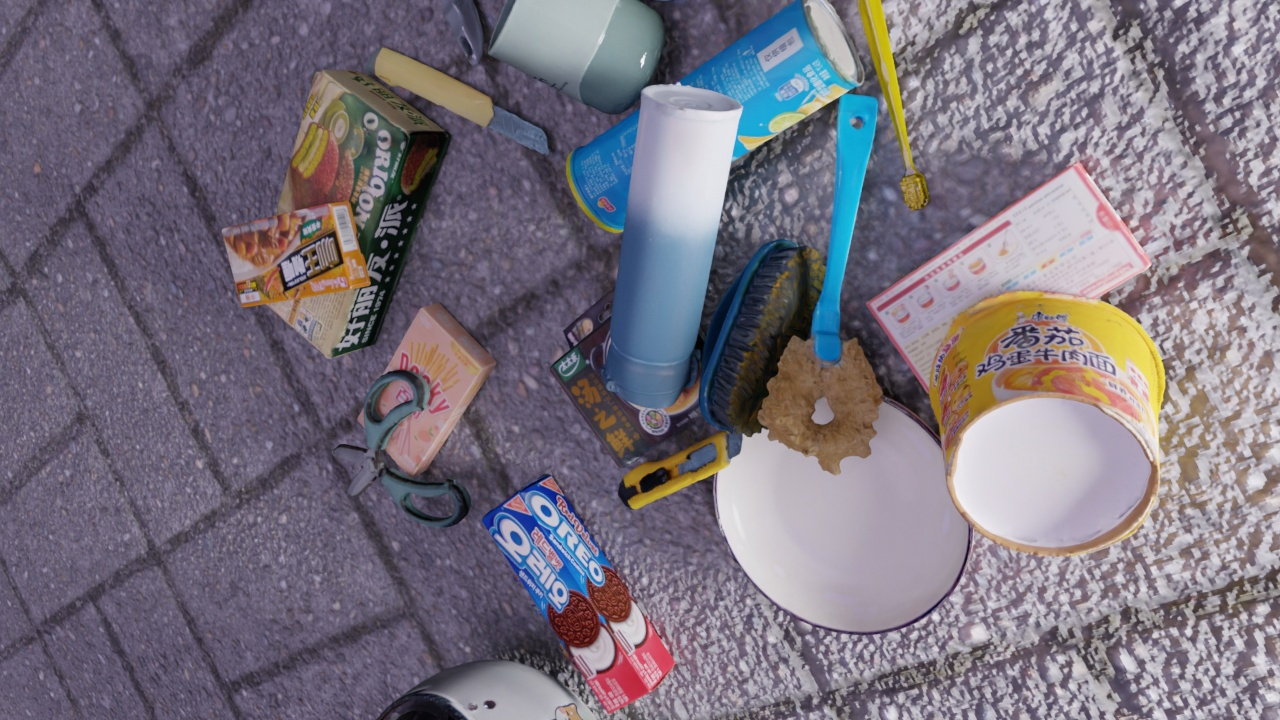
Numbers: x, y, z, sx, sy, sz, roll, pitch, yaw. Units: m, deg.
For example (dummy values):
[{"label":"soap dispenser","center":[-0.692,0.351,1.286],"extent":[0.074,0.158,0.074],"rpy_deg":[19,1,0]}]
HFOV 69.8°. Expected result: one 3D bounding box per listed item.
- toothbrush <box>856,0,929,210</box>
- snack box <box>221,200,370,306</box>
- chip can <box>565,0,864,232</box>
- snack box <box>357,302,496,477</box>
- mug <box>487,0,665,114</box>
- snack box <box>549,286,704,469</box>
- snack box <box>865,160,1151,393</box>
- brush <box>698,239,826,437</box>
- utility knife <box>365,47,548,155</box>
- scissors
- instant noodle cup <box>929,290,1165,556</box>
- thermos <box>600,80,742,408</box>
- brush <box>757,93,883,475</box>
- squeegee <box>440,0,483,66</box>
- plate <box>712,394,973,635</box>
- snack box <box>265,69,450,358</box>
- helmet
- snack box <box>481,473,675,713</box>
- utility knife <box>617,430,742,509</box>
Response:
[{"label":"toothbrush","center":[0.160,-0.191,0.602],"extent":[0.016,0.016,0.190],"rpy_deg":[-12,97,31]},{"label":"snack box","center":[-0.310,-0.093,0.820],"extent":[0.154,0.026,0.075],"rpy_deg":[-5,102,32]},{"label":"chip can","center":[0.047,-0.168,0.643],"extent":[0.211,0.071,0.071],"rpy_deg":[-26,89,32]},{"label":"snack box","center":[-0.205,0.030,0.868],"extent":[0.084,0.026,0.158],"rpy_deg":[44,121,12]},{"label":"mug","center":[-0.046,-0.234,0.662],"extent":[0.106,0.111,0.082],"rpy_deg":[22,103,-20]},{"label":"snack box","center":[-0.004,0.004,0.735],"extent":[0.113,0.053,0.125],"rpy_deg":[-38,89,32]},{"label":"snack box","center":[0.232,-0.050,0.592],"extent":[0.156,0.027,0.077],"rpy_deg":[-37,84,32]},{"label":"brush","center":[0.079,-0.019,0.658],"extent":[0.073,0.055,0.144],"rpy_deg":[22,91,55]},{"label":"utility knife","center":[-0.158,-0.222,0.777],"extent":[0.212,0.022,0.031],"rpy_deg":[33,118,27]},{"label":"scissors","center":[-0.221,0.101,0.870],"extent":[0.181,0.019,0.171],"rpy_deg":[46,120,10]},{"label":"instant noodle cup","center":[0.240,0.042,0.546],"extent":[0.138,0.109,0.138],"rpy_deg":[10,120,17]},{"label":"thermos","center":[0.019,-0.070,0.622],"extent":[0.070,0.070,0.221],"rpy_deg":[22,122,23]},{"label":"brush","center":[0.131,-0.051,0.611],"extent":[0.083,0.046,0.254],"rpy_deg":[7,90,3]},{"label":"squeegee","center":[-0.184,-0.354,0.745],"extent":[0.248,0.040,0.249],"rpy_deg":[-24,96,48]},{"label":"plate","center":[0.148,0.106,0.677],"extent":[0.193,0.038,0.192],"rpy_deg":[8,107,28]},{"label":"snack box","center":[-0.269,-0.130,0.840],"extent":[0.114,0.063,0.241],"rpy_deg":[37,118,17]},{"label":"helmet","center":[-0.109,0.383,0.835],"extent":[0.274,0.156,0.231],"rpy_deg":[48,120,-2]},{"label":"snack box","center":[-0.056,0.204,0.812],"extent":[0.058,0.057,0.207],"rpy_deg":[-38,83,29]},{"label":"utility knife","center":[0.028,0.085,0.726],"extent":[0.171,0.015,0.033],"rpy_deg":[-35,66,49]}]
